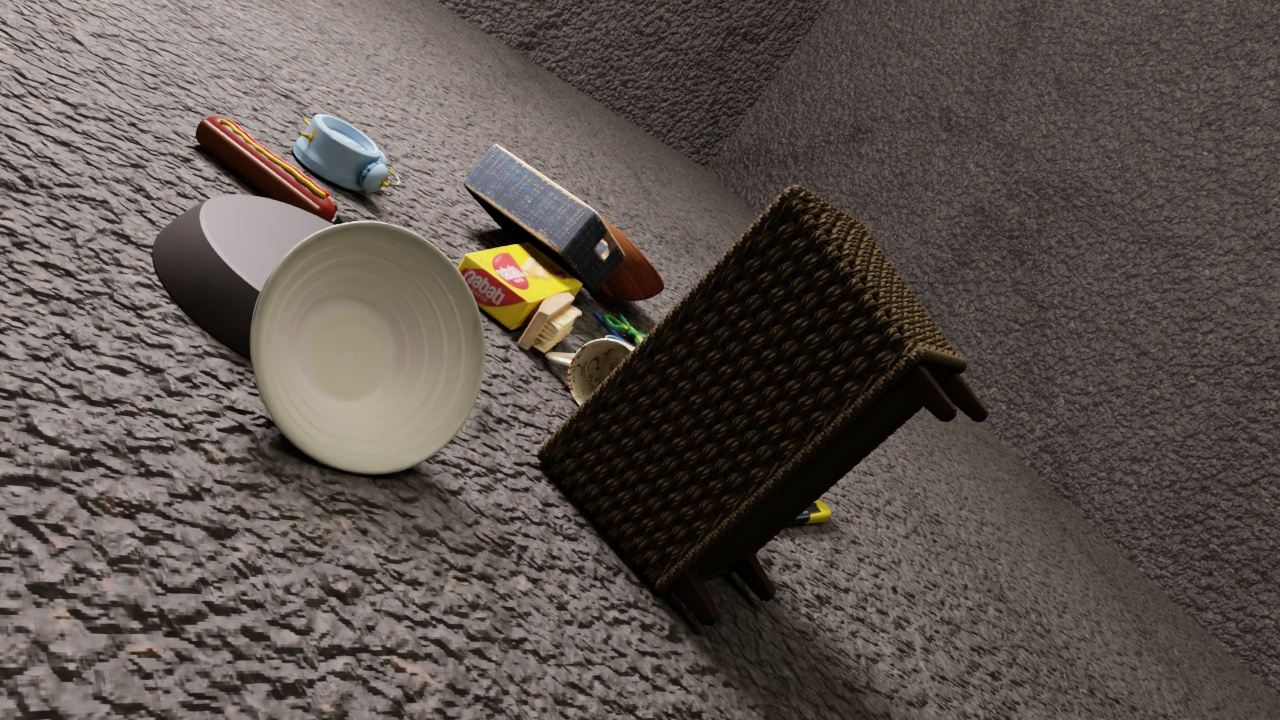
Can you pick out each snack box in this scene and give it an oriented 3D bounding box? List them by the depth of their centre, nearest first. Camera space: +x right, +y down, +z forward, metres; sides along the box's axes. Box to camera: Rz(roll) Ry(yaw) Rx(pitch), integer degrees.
[{"bbox_3d":[-0.142,-0.092,1.083,0.092,0.042,0.200,38,17,4],"label":"snack box"}]

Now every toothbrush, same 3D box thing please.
[{"bbox_3d":[-0.005,-0.004,1.193,0.187,0.011,0.016,44,18,28],"label":"toothbrush"}]

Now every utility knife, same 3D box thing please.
[{"bbox_3d":[0.181,0.179,1.072,0.029,0.020,0.170,45,20,28],"label":"utility knife"}]

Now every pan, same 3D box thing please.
[{"bbox_3d":[-0.251,-0.070,0.812,0.249,0.043,0.355,41,18,9],"label":"pan"}]

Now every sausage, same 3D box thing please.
[{"bbox_3d":[-0.362,-0.184,0.893,0.155,0.040,0.040,38,17,0],"label":"sausage"}]

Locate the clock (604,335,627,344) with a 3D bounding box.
[{"bbox_3d":[-0.007,0.006,1.101,0.087,0.042,0.123,23,24,-39],"label":"clock"}]

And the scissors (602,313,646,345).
[{"bbox_3d":[-0.006,-0.033,1.241,0.119,0.012,0.128,43,12,19],"label":"scissors"}]

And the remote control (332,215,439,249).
[{"bbox_3d":[-0.259,-0.120,0.975,0.058,0.013,0.133,47,19,26],"label":"remote control"}]

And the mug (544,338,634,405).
[{"bbox_3d":[-0.046,0.011,0.996,0.122,0.081,0.097,13,6,12],"label":"mug"}]

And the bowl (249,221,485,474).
[{"bbox_3d":[-0.200,-0.008,0.656,0.176,0.176,0.058,22,-17,-41],"label":"bowl"}]

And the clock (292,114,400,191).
[{"bbox_3d":[-0.333,-0.232,1.052,0.124,0.052,0.088,28,18,-27],"label":"clock"}]

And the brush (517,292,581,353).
[{"bbox_3d":[-0.100,-0.041,1.027,0.039,0.049,0.117,36,17,3],"label":"brush"}]

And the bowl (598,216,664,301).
[{"bbox_3d":[-0.041,-0.131,1.315,0.147,0.069,0.147,44,-6,6],"label":"bowl"}]

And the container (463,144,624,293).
[{"bbox_3d":[-0.125,-0.182,1.201,0.187,0.071,0.145,36,-5,22],"label":"container"}]

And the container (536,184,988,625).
[{"bbox_3d":[0.110,0.053,0.775,0.205,0.322,0.176,53,22,23],"label":"container"}]
